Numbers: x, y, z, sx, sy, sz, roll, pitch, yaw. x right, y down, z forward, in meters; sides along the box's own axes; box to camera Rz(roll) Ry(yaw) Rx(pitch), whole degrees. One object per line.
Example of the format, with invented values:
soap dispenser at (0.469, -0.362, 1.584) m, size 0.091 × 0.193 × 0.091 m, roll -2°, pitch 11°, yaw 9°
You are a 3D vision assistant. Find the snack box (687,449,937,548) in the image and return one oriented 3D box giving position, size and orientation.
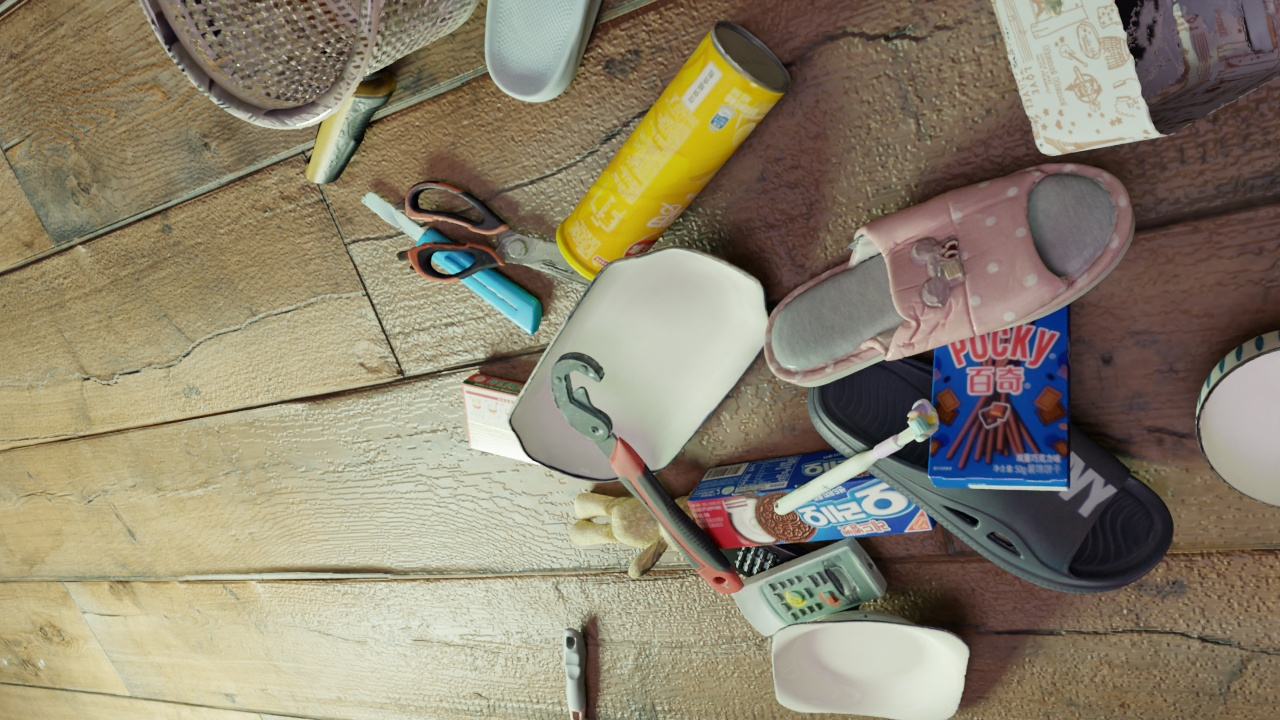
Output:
snack box at (0.144, 0.113, 0.770) m, size 0.208 × 0.057 × 0.058 m, roll -13°, pitch 111°, yaw 33°

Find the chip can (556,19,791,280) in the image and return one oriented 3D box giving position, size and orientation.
chip can at (0.018, -0.149, 0.694) m, size 0.072 × 0.071 × 0.214 m, roll 44°, pitch 127°, yaw 2°

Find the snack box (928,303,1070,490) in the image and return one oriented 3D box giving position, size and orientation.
snack box at (0.242, 0.008, 0.618) m, size 0.085 × 0.026 × 0.157 m, roll -2°, pitch 69°, yaw 30°

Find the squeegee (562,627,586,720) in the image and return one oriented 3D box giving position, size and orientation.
squeegee at (-0.074, 0.402, 1.051) m, size 0.248 × 0.040 × 0.250 m, roll 4°, pitch 112°, yaw 10°

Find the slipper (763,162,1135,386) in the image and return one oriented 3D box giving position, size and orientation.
slipper at (0.189, -0.056, 0.627) m, size 0.054 × 0.114 × 0.275 m, roll 23°, pitch 147°, yaw -38°

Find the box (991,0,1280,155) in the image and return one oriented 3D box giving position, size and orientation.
box at (0.317, -0.234, 0.475) m, size 0.274 × 0.125 × 0.179 m, roll -22°, pitch 104°, yaw 7°

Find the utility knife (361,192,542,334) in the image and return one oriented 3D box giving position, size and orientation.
utility knife at (-0.180, -0.097, 0.863) m, size 0.216 × 0.018 × 0.034 m, roll 35°, pitch 127°, yaw 10°

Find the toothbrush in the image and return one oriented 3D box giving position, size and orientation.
toothbrush at (0.150, 0.078, 0.672) m, size 0.020 × 0.029 × 0.190 m, roll 17°, pitch 147°, yaw -18°

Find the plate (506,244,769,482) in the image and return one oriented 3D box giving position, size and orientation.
plate at (-0.005, 0.005, 0.771) m, size 0.162 × 0.034 × 0.266 m, roll 19°, pitch 127°, yaw -21°

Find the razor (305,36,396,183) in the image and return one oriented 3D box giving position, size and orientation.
razor at (-0.269, -0.223, 0.827) m, size 0.067 × 0.062 × 0.168 m, roll 22°, pitch 136°, yaw -22°

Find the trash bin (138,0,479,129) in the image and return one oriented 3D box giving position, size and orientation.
trash bin at (-0.222, -0.302, 0.669) m, size 0.228 × 0.191 × 0.228 m, roll 13°, pitch 120°, yaw 23°

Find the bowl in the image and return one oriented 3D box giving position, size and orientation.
bowl at (0.413, 0.029, 0.573) m, size 0.116 × 0.066 × 0.117 m, roll 13°, pitch 121°, yaw 22°

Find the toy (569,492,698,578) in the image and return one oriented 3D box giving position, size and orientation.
toy at (-0.003, 0.155, 0.876) m, size 0.158 × 0.066 × 0.105 m, roll -4°, pitch 71°, yaw 34°

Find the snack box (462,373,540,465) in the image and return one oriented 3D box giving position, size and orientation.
snack box at (-0.101, 0.064, 0.897) m, size 0.156 × 0.026 × 0.077 m, roll 11°, pitch 120°, yaw 24°

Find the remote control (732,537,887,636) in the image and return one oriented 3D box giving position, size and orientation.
remote control at (0.146, 0.201, 0.807) m, size 0.135 × 0.019 × 0.056 m, roll -32°, pitch 98°, yaw 34°

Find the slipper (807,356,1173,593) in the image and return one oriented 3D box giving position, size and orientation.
slipper at (0.242, 0.067, 0.649) m, size 0.268 × 0.110 × 0.083 m, roll 30°, pitch 164°, yaw 18°

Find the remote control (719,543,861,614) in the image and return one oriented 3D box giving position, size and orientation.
remote control at (0.136, 0.189, 0.834) m, size 0.136 × 0.024 × 0.053 m, roll 23°, pitch 121°, yaw 14°

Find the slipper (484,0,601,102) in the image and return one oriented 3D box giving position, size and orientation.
slipper at (-0.069, -0.302, 0.662) m, size 0.104 × 0.074 × 0.246 m, roll 31°, pitch 127°, yaw 13°

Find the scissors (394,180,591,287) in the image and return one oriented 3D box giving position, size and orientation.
scissors at (-0.126, -0.092, 0.827) m, size 0.197 × 0.015 × 0.205 m, roll -35°, pitch 87°, yaw 20°

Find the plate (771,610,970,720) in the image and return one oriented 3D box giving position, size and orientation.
plate at (0.199, 0.264, 0.807) m, size 0.164 × 0.034 × 0.164 m, roll 1°, pitch 134°, yaw 12°

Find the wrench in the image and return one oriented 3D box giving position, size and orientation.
wrench at (0.007, 0.104, 0.775) m, size 0.056 × 0.016 × 0.273 m, roll -19°, pitch 116°, yaw 34°
